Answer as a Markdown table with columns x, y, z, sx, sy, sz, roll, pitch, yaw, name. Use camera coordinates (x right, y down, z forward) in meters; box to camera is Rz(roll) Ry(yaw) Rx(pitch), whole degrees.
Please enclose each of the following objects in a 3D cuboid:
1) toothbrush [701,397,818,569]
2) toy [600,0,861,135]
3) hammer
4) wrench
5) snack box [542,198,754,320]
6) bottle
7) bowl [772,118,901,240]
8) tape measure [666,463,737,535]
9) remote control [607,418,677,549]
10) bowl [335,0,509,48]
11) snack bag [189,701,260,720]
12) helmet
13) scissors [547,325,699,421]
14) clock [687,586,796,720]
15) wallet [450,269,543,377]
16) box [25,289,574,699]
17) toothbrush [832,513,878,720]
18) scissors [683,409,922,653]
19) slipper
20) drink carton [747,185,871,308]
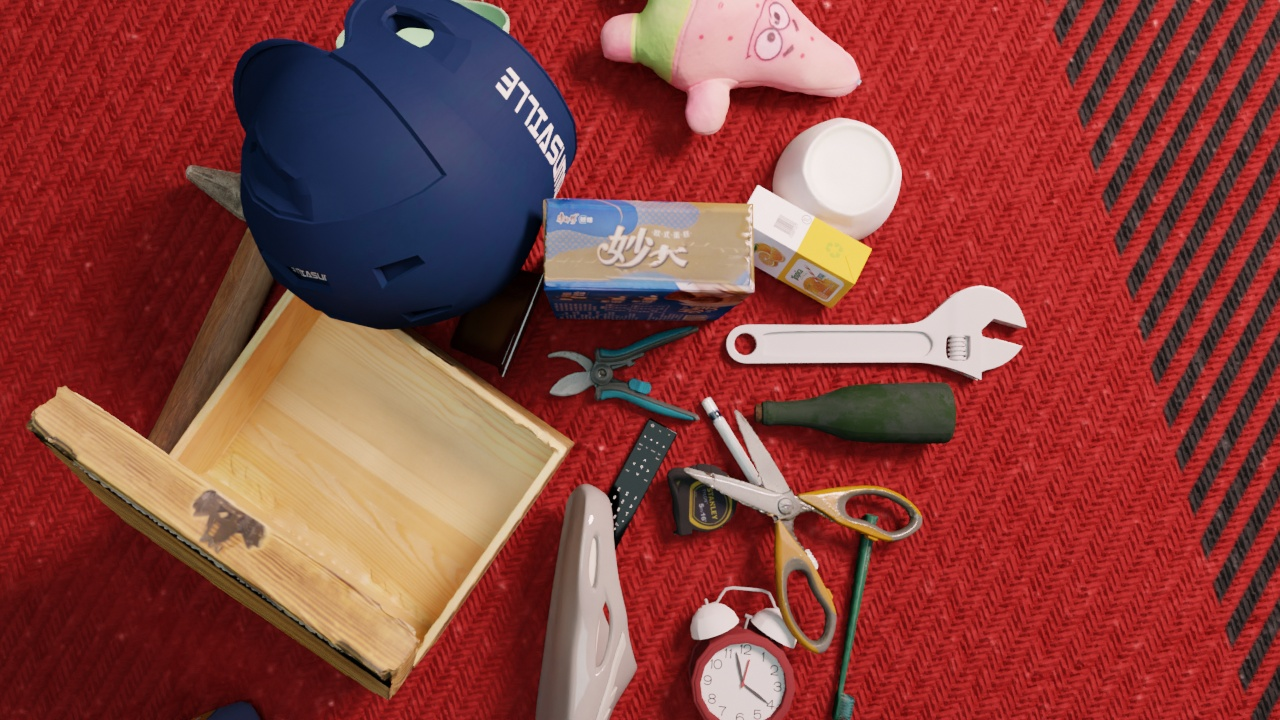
| x | y | z | sx | sy | sz | roll | pitch | yaw | name |
| --- | --- | --- | --- | --- | --- | --- | --- | --- | --- |
| 0.110 | 0.114 | 0.844 | 0.012 | 0.017 | 0.187 | -30 | 88 | -33 | toothbrush |
| 0.089 | -0.292 | 0.825 | 0.236 | 0.097 | 0.192 | 19 | 96 | -7 | toy |
| -0.390 | -0.023 | 0.840 | 0.158 | 0.037 | 0.300 | 24 | 88 | 1 | hammer |
| 0.216 | -0.027 | 0.850 | 0.273 | 0.018 | 0.086 | 1 | 88 | 1 | wrench |
| 0.002 | -0.076 | 0.756 | 0.155 | 0.203 | 0.069 | 1 | 87 | -2 | snack box |
| 0.190 | 0.048 | 0.829 | 0.174 | 0.055 | 0.055 | 0 | 88 | 4 | bottle |
| 0.182 | -0.166 | 0.830 | 0.116 | 0.065 | 0.116 | 0 | 88 | -1 | bowl |
| 0.057 | 0.125 | 0.835 | 0.061 | 0.034 | 0.062 | -6 | 100 | 4 | tape measure |
| -0.012 | 0.121 | 0.847 | 0.030 | 0.009 | 0.140 | 28 | 88 | 1 | remote control |
| -0.185 | -0.258 | 0.812 | 0.151 | 0.150 | 0.077 | -6 | 130 | 0 | bowl |
| -0.430 | 0.388 | 0.764 | 0.205 | 0.159 | 0.102 | -25 | 89 | 0 | snack bag |
| -0.206 | -0.138 | 0.714 | 0.272 | 0.232 | 0.222 | 22 | 67 | 22 | helmet |
| -0.004 | 0.006 | 0.848 | 0.154 | 0.019 | 0.124 | 31 | 88 | 0 | scissors |
| 0.090 | 0.273 | 0.822 | 0.096 | 0.048 | 0.137 | 5 | 89 | 0 | clock |
| -0.126 | -0.039 | 0.806 | 0.018 | 0.116 | 0.091 | 23 | 87 | -32 | wallet |
| -0.252 | 0.110 | 0.698 | 0.279 | 0.323 | 0.284 | 35 | 90 | 0 | box |
| 0.198 | 0.235 | 0.839 | 0.017 | 0.016 | 0.189 | 10 | 88 | 3 | toothbrush |
| 0.138 | 0.152 | 0.813 | 0.225 | 0.016 | 0.216 | 16 | 79 | -6 | scissors |
| -0.036 | 0.243 | 0.802 | 0.080 | 0.113 | 0.266 | 6 | 88 | -19 | slipper |
| 0.136 | -0.103 | 0.827 | 0.122 | 0.059 | 0.040 | 30 | 69 | 1 | drink carton |
